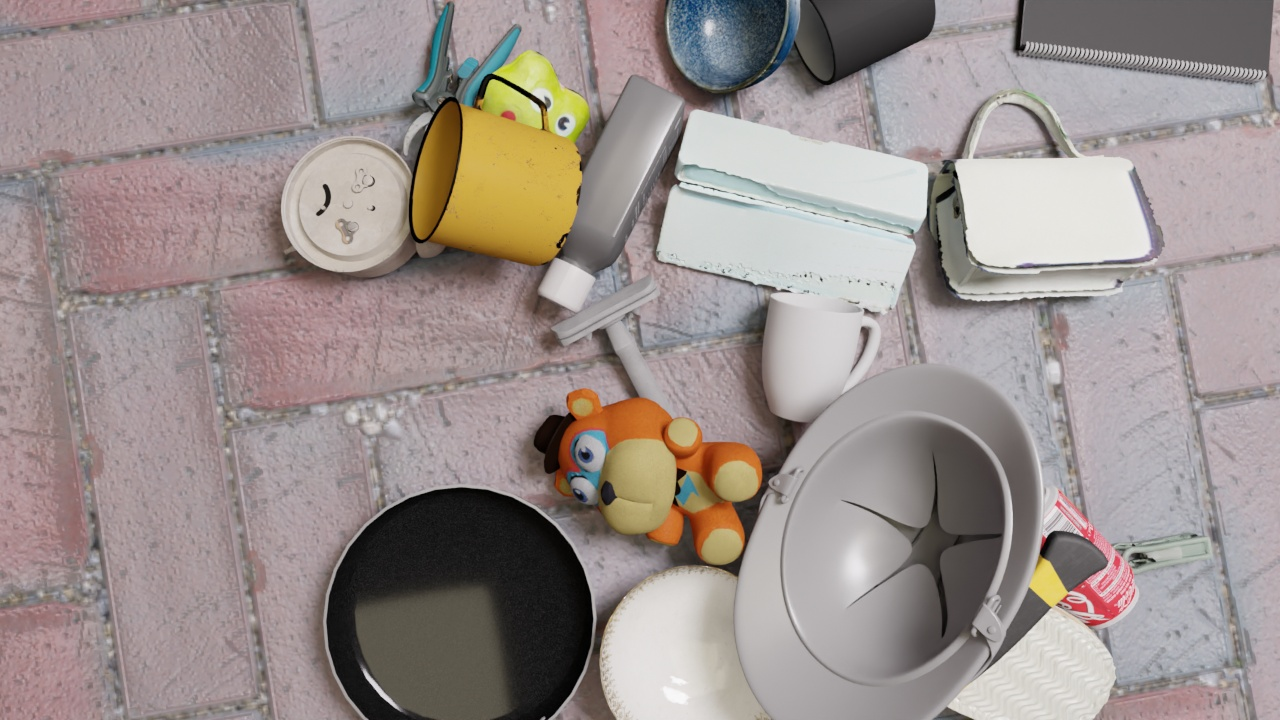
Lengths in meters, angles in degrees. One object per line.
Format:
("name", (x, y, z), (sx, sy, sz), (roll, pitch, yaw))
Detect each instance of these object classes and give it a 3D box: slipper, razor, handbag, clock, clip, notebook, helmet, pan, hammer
("slipper", (0.225, 0.198, 0.715), (0.273, 0.054, 0.114), (23, 91, 8))
("razor", (-0.004, 0.004, 0.723), (0.088, 0.047, 0.116), (-29, 97, -3))
("handbag", (0.309, -0.135, 0.732), (0.151, 0.074, 0.175), (-3, 69, -3))
("clock", (-0.195, -0.110, 0.708), (0.157, 0.061, 0.103), (11, 85, 6))
("clip", (0.416, 0.154, 0.737), (0.076, 0.042, 0.023), (-10, 87, -4))
("notebook", (0.420, -0.314, 0.758), (0.206, 0.016, 0.149), (6, 87, -2))
("helmet", (0.185, 0.138, 0.642), (0.183, 0.117, 0.271), (33, 102, 38))
("pan", (-0.094, 0.259, 0.706), (0.204, 0.044, 0.355), (-34, 90, -3))
("hammer", (0.215, 0.249, 0.681), (0.170, 0.034, 0.325), (43, 102, 4))

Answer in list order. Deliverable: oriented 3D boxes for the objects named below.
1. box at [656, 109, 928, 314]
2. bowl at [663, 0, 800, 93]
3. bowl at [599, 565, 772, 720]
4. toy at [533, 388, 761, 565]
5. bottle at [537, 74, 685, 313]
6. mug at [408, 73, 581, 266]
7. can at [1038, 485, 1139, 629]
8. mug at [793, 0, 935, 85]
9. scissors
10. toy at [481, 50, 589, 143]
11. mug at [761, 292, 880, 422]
("box", (0.120, -0.120, 0.730), (0.197, 0.074, 0.126), (14, 107, 2))
("bowl", (0.081, -0.266, 0.715), (0.114, 0.060, 0.114), (10, 106, 40))
("bowl", (0.040, 0.225, 0.703), (0.145, 0.063, 0.145), (0, 87, -3))
("toy", (0.004, 0.081, 0.688), (0.176, 0.096, 0.112), (23, 122, 25))
("bottle", (-0.025, -0.120, 0.702), (0.046, 0.084, 0.174), (27, 88, 1))
("mug", (-0.098, -0.133, 0.648), (0.094, 0.100, 0.124), (11, 103, -30))
("can", (0.330, 0.153, 0.715), (0.064, 0.064, 0.105), (-43, 90, -3))
("mug", (0.164, -0.284, 0.724), (0.088, 0.078, 0.113), (-26, 63, -3))
("scissors", (-0.144, -0.225, 0.719), (0.155, 0.019, 0.124), (-30, 77, -18))
("toy", (-0.097, -0.173, 0.709), (0.118, 0.043, 0.092), (-47, 134, 5))
("mug", (0.144, -0.001, 0.718), (0.107, 0.071, 0.089), (-1, 106, -31))
